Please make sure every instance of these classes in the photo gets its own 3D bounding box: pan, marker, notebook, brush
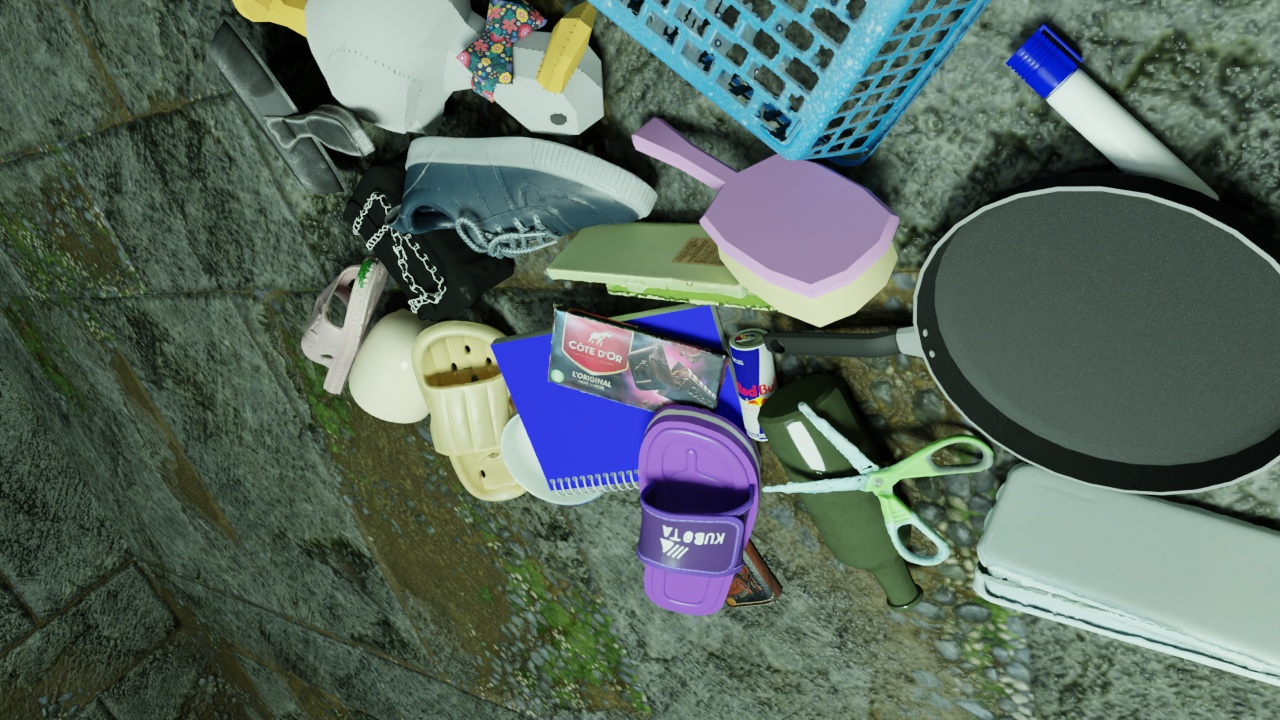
[{"bbox_3d":[-0.298,-0.207,0.800,0.357,0.055,0.187,37,160,55],"label":"pan"},{"bbox_3d":[0.260,-0.129,0.505,0.133,0.023,0.027,44,121,3],"label":"marker"},{"bbox_3d":[0.231,-0.014,0.601,0.357,0.034,0.225,3,130,45],"label":"pan"},{"bbox_3d":[-0.012,0.042,0.823,0.209,0.022,0.172,-9,115,22],"label":"notebook"},{"bbox_3d":[0.074,-0.106,0.629,0.229,0.089,0.043,41,168,39],"label":"brush"}]

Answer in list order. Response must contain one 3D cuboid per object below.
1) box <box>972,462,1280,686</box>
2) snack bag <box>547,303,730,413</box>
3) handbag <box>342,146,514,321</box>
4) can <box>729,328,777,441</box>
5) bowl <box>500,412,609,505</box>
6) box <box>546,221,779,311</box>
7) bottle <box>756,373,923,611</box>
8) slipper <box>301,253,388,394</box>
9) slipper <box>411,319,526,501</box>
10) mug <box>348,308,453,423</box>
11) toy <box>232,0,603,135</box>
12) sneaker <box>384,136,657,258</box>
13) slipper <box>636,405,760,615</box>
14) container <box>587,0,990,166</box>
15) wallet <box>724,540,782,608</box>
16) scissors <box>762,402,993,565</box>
[{"bbox_3d":[0.335,0.156,0.613,0.216,0.122,0.083,18,155,36],"label":"box"},{"bbox_3d":[-0.005,0.005,0.779,0.155,0.018,0.075,16,121,12],"label":"snack bag"},{"bbox_3d":[-0.218,-0.104,0.866,0.153,0.114,0.125,52,142,-12],"label":"handbag"},{"bbox_3d":[0.097,0.021,0.757,0.032,0.032,0.095,10,127,35],"label":"can"},{"bbox_3d":[-0.074,0.080,0.916,0.118,0.062,0.118,8,122,13],"label":"bowl"},{"bbox_3d":[0.030,-0.065,0.721,0.188,0.091,0.083,11,145,38],"label":"box"},{"bbox_3d":[0.170,0.112,0.738,0.072,0.071,0.207,-15,111,46],"label":"bottle"},{"bbox_3d":[-0.340,-0.038,1.030,0.064,0.094,0.240,22,145,-14],"label":"slipper"},{"bbox_3d":[-0.163,0.073,0.960,0.111,0.079,0.262,-10,133,-4],"label":"slipper"},{"bbox_3d":[-0.255,-0.008,0.993,0.100,0.096,0.120,-56,42,30],"label":"mug"},{"bbox_3d":[-0.158,-0.239,0.698,0.267,0.140,0.247,28,160,-14],"label":"toy"},{"bbox_3d":[-0.102,-0.124,0.737,0.236,0.089,0.087,10,83,26],"label":"sneaker"},{"bbox_3d":[0.044,0.166,0.821,0.107,0.083,0.267,10,133,7],"label":"slipper"},{"bbox_3d":[0.034,-0.291,0.518,0.362,0.089,0.258,41,139,7],"label":"container"},{"bbox_3d":[0.083,0.191,0.914,0.072,0.019,0.123,-24,105,48],"label":"wallet"},{"bbox_3d":[0.178,0.096,0.686,0.171,0.024,0.160,-8,113,8],"label":"scissors"}]
